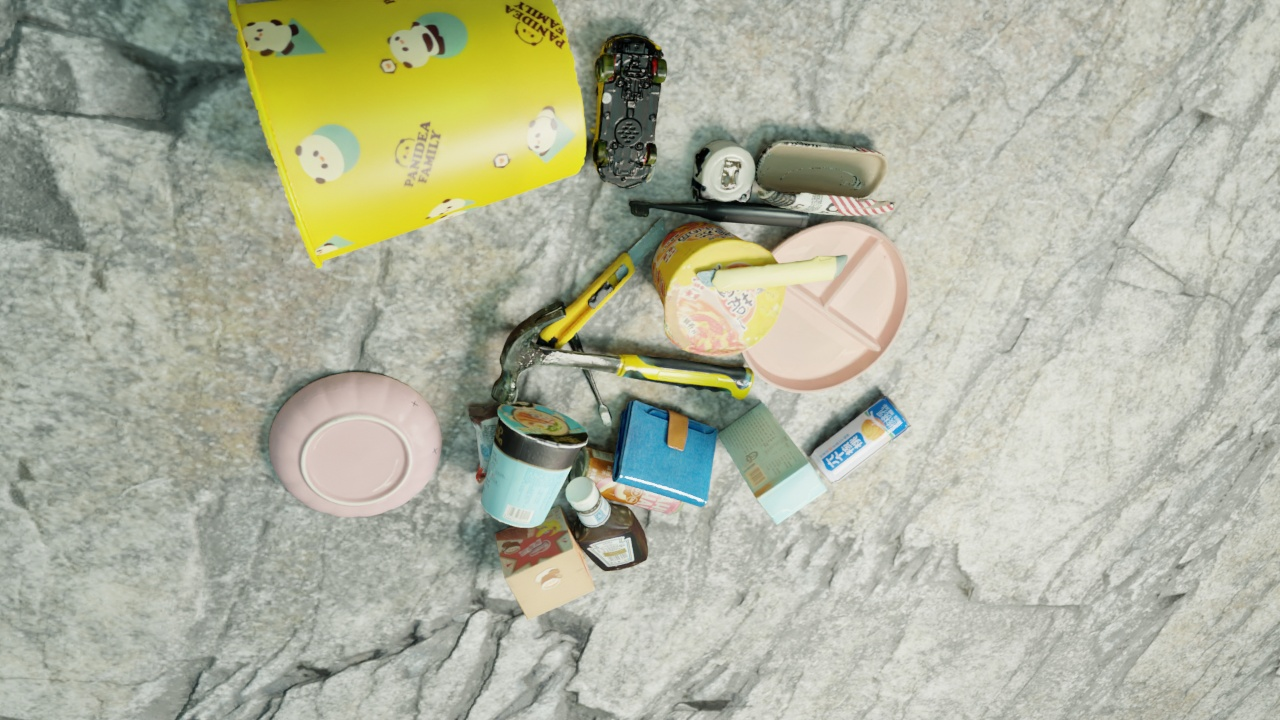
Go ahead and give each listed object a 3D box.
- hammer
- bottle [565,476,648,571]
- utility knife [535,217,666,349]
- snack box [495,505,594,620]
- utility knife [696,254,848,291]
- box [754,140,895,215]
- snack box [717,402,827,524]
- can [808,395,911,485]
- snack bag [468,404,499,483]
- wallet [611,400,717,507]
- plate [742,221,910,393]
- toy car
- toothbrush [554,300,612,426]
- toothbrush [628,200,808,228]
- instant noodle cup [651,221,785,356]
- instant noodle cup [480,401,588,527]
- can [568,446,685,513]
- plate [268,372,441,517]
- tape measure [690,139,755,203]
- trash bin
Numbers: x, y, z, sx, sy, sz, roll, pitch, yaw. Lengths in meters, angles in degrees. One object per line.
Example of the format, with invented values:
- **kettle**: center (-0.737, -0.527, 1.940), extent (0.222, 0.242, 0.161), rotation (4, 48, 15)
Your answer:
- **hammer**: center (-0.006, 0.006, 1.081), extent (0.322, 0.032, 0.126), rotation (7, 119, -26)
- **bottle**: center (-0.046, 0.204, 1.143), extent (0.080, 0.044, 0.195), rotation (-16, 143, 6)
- **utility knife**: center (-0.044, -0.082, 1.043), extent (0.209, 0.015, 0.033), rotation (-46, 120, 6)
- **snack box**: center (-0.121, 0.253, 1.157), extent (0.092, 0.094, 0.077), rotation (-23, 120, -4)
- **utility knife**: center (0.141, -0.092, 0.972), extent (0.167, 0.018, 0.031), rotation (-9, 114, -15)
- **box**: center (0.209, -0.208, 1.036), extent (0.162, 0.076, 0.088), rotation (0, 95, -16)
- **snack box**: center (0.158, 0.123, 1.127), extent (0.074, 0.174, 0.051), rotation (-35, 115, 4)
- **can**: center (0.292, 0.108, 1.229), extent (0.134, 0.053, 0.053), rotation (-39, 121, 5)
- **snack bag**: center (-0.180, 0.101, 1.100), extent (0.045, 0.026, 0.105), rotation (-6, 117, -12)
- **wallet**: center (0.033, 0.116, 1.139), extent (0.133, 0.040, 0.106), rotation (21, 68, -26)
- **plate**: center (0.224, -0.065, 1.133), extent (0.229, 0.028, 0.230), rotation (-7, 119, -14)
- **toy car**: center (-0.015, -0.257, 0.953), extent (0.071, 0.041, 0.156), rotation (-3, 116, -15)
- **toothbrush**: center (-0.067, 0.006, 1.091), extent (0.015, 0.018, 0.181), rotation (-19, 119, 3)
- **toothbrush**: center (0.090, -0.168, 1.040), extent (0.212, 0.027, 0.026), rotation (0, 161, -17)
- **instant noodle cup**: center (0.078, -0.088, 1.029), extent (0.138, 0.109, 0.138), rotation (-7, 118, -14)
- **instant noodle cup**: center (-0.131, 0.124, 1.068), extent (0.111, 0.111, 0.120), rotation (14, 107, -23)
- **can**: center (-0.015, 0.152, 1.157), extent (0.147, 0.058, 0.058), rotation (18, 110, -24)
- **plate**: center (-0.325, 0.107, 1.052), extent (0.192, 0.039, 0.193), rotation (-7, 118, -13)
- **tape measure**: center (0.092, -0.209, 1.015), extent (0.065, 0.033, 0.066), rotation (-3, 118, -17)
- **trash bin**: center (-0.199, -0.226, 0.820), extent (0.255, 0.229, 0.230), rotation (-17, 120, -14)
